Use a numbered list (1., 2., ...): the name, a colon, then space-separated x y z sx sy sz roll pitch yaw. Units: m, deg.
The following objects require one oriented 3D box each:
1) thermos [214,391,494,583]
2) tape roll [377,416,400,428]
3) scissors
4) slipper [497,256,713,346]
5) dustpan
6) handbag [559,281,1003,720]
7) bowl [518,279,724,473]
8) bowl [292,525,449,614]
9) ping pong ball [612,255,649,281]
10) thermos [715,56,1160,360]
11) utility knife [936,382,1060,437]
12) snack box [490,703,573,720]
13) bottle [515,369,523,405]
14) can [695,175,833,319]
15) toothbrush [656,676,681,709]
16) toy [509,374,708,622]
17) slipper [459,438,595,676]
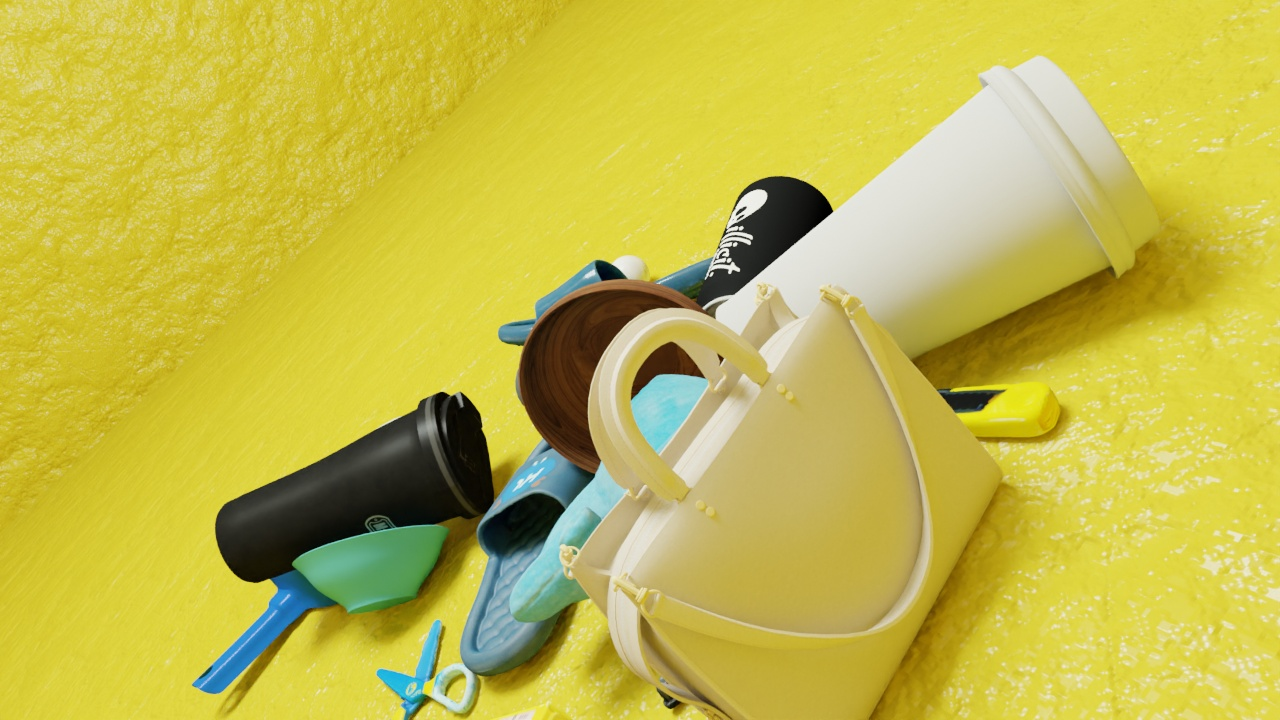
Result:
1. thermos: -0.232 0.111 0.755 0.219 0.106 0.105 -22 29 5
2. tape roll: -0.249 0.089 0.870 0.094 0.019 0.094 -29 21 12
3. scissors: -0.150 0.225 0.626 0.125 0.016 0.125 -26 31 21
4. slipper: -0.021 -0.058 0.786 0.214 0.059 0.103 -17 1 11
5. dustpan: -0.319 0.191 0.856 0.246 0.059 0.256 -9 31 48
6. handbag: 0.053 0.054 0.408 0.194 0.198 0.101 -52 28 -21
7. bowl: -0.004 0.004 0.629 0.148 0.147 0.068 -29 20 23
8. bowl: -0.207 0.170 0.723 0.121 0.121 0.046 -25 70 29
9. ping pong ball: -0.011 -0.080 0.877 0.040 0.040 0.040 -32 28 19
10. thermos: 0.156 -0.058 0.525 0.222 0.131 0.131 -34 27 22
11. utility knife: 0.142 0.031 0.530 0.198 0.020 0.028 -8 37 51
12. snack box: -0.080 0.220 0.464 0.075 0.025 0.153 -58 9 -35
13. bottle: -0.057 0.022 0.761 0.060 0.060 0.109 -51 28 -20
14. can: 0.092 -0.066 0.671 0.080 0.080 0.145 -19 34 38
15. toothbrush: 0.068 0.111 0.508 0.187 0.017 0.014 -50 26 -20
16. toy: 0.007 0.091 0.518 0.180 0.115 0.183 -45 -9 -8
17. slipper: -0.079 0.119 0.645 0.104 0.059 0.213 -24 32 35
